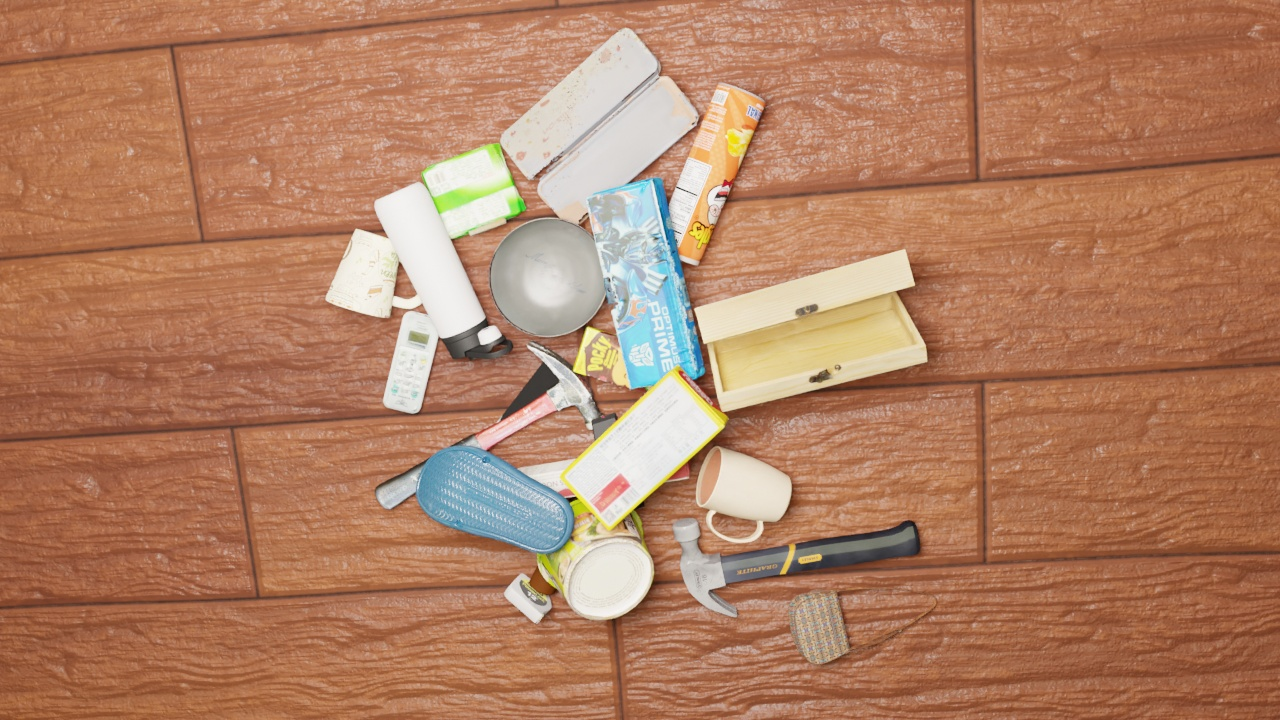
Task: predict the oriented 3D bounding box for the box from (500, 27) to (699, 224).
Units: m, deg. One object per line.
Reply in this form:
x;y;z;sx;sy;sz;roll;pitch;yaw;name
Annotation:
-0.052;-0.285;1.132;0.217;0.063;0.157;-38;84;10;box

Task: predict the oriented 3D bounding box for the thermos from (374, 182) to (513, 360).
-0.242;-0.107;1.141;0.101;0.068;0.230;-7;113;45;thermos

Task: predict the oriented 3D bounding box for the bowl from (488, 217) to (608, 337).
-0.112;-0.106;1.158;0.151;0.056;0.151;1;100;4;bowl

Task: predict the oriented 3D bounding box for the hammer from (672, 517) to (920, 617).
0.208;0.253;1.210;0.313;0.035;0.139;-11;101;6;hammer

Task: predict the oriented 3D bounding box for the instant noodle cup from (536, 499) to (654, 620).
-0.054;0.257;1.172;0.146;0.098;0.146;-7;113;-17;instant noodle cup

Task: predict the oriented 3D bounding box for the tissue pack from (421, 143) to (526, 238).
-0.212;-0.211;1.158;0.114;0.034;0.099;-19;99;8;tissue pack

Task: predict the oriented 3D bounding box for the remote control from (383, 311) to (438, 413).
-0.300;0.002;1.207;0.050;0.022;0.133;15;101;-10;remote control

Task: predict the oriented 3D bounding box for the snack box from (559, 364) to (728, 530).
0.003;0.105;1.098;0.092;0.042;0.201;46;107;1;snack box

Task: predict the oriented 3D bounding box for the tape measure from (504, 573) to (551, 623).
-0.149;0.319;1.232;0.064;0.065;0.017;41;100;-1;tape measure

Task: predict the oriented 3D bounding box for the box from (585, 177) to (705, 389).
0.004;-0.088;1.098;0.091;0.066;0.243;-8;100;31;box

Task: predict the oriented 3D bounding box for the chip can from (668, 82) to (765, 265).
0.083;-0.225;1.118;0.062;0.062;0.210;22;101;0;chip can

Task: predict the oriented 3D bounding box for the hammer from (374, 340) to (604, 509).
-0.216;0.100;1.215;0.326;0.036;0.140;-30;98;9;hammer

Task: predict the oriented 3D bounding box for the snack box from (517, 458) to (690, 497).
-0.071;0.151;1.192;0.273;0.076;0.044;-10;95;6;snack box

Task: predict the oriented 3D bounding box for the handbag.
0.296;0.337;1.224;0.196;0.043;0.093;-14;95;-2;handbag

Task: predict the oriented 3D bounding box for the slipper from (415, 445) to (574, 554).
-0.178;0.170;1.138;0.214;0.059;0.104;18;90;14;slipper

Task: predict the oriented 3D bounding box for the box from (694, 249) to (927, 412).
0.199;-0.044;1.110;0.249;0.140;0.148;-14;102;7;box

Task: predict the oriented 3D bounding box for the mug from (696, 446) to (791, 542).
0.130;0.177;1.172;0.104;0.085;0.111;17;84;-10;mug

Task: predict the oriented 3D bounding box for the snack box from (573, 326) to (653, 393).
-0.007;0.007;1.174;0.149;0.025;0.061;17;95;-6;snack box

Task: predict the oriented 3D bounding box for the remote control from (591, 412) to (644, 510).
-0.027;0.128;1.141;0.039;0.010;0.125;-18;95;7;remote control

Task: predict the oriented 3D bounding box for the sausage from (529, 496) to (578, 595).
-0.102;0.245;1.230;0.040;0.040;0.156;27;101;-1;sausage

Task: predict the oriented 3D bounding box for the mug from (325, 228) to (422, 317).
-0.328;-0.107;1.174;0.122;0.081;0.097;16;94;-20;mug
